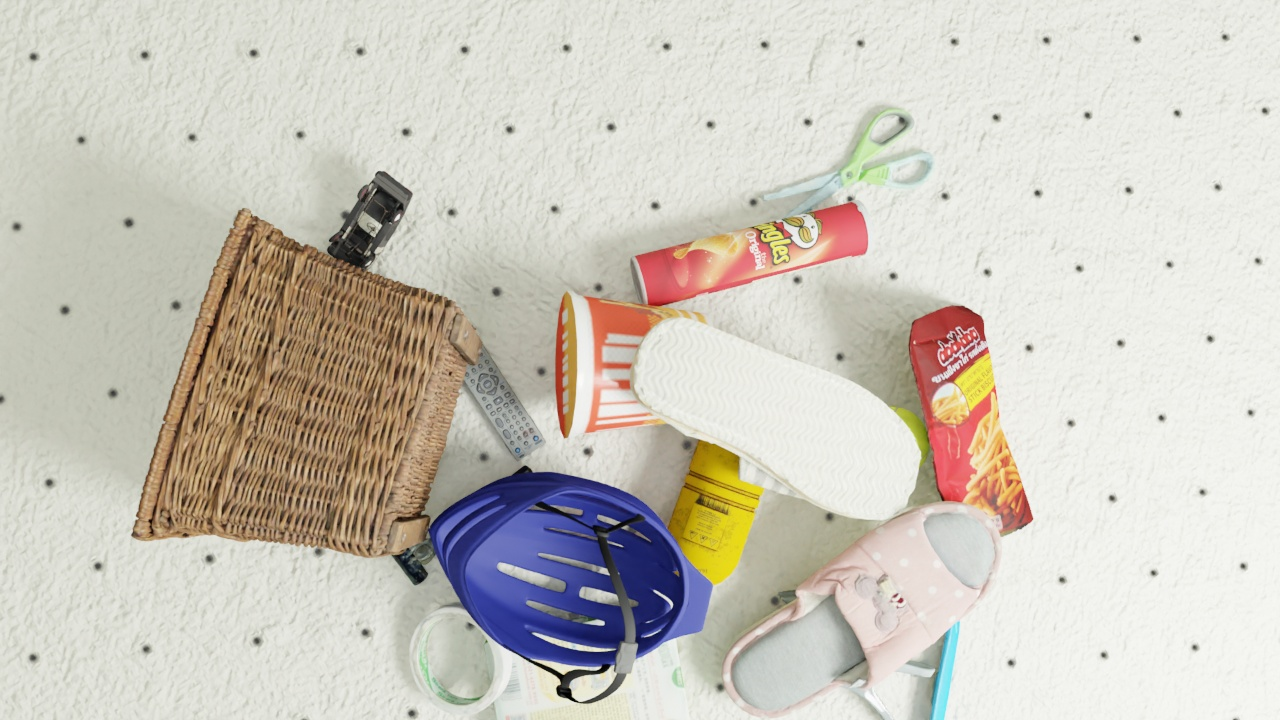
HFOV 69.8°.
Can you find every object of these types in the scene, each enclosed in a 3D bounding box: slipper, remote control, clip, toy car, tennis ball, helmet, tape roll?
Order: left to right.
[{"bbox_3d":[-0.235,-0.121,0.803,0.040,0.037,0.092,37,111,-5],"label":"toy car"},{"bbox_3d":[-0.156,0.258,0.796,0.094,0.018,0.094,1,93,19],"label":"tape roll"},{"bbox_3d":[-0.135,0.026,0.825,0.033,0.013,0.136,-33,91,-6],"label":"remote control"},{"bbox_3d":[-0.063,0.176,0.719,0.241,0.227,0.148,13,95,-1],"label":"helmet"},{"bbox_3d":[0.112,0.049,0.756,0.272,0.054,0.114,28,85,-17],"label":"slipper"},{"bbox_3d":[0.196,0.256,0.843,0.163,0.028,0.115,34,87,-5],"label":"clip"},{"bbox_3d":[0.188,0.220,0.785,0.275,0.054,0.114,-38,93,10],"label":"slipper"},{"bbox_3d":[0.228,0.074,0.832,0.065,0.065,0.065,0,88,-6],"label":"tennis ball"}]

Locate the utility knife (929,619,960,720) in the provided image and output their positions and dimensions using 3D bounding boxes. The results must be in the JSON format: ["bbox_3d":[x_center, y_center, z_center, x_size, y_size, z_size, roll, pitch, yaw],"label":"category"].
[{"bbox_3d":[0.283,0.293,0.855,0.015,0.031,0.185,11,85,35],"label":"utility knife"}]

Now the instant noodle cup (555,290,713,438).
[{"bbox_3d":[-0.005,0.005,0.790,0.121,0.123,0.123,1,88,-13],"label":"instant noodle cup"}]

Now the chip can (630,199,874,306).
[{"bbox_3d":[0.100,-0.096,0.832,0.214,0.052,0.052,-15,90,-5],"label":"chip can"}]

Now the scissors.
[{"bbox_3d":[0.189,-0.181,0.863,0.175,0.032,0.093,-19,93,-10],"label":"scissors"}]

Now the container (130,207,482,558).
[{"bbox_3d":[-0.243,0.036,0.727,0.183,0.162,0.249,14,81,-1],"label":"container"}]

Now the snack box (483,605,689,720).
[{"bbox_3d":[-0.046,0.297,0.819,0.168,0.027,0.132,-10,89,-6],"label":"snack box"}]

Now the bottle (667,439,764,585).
[{"bbox_3d":[0.066,0.131,0.812,0.071,0.071,0.163,20,87,-5],"label":"bottle"}]

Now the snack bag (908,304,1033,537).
[{"bbox_3d":[0.289,0.055,0.829,0.138,0.067,0.208,-16,92,-43],"label":"snack bag"}]

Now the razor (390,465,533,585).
[{"bbox_3d":[-0.155,0.141,0.816,0.144,0.022,0.043,-38,93,-5],"label":"razor"}]
